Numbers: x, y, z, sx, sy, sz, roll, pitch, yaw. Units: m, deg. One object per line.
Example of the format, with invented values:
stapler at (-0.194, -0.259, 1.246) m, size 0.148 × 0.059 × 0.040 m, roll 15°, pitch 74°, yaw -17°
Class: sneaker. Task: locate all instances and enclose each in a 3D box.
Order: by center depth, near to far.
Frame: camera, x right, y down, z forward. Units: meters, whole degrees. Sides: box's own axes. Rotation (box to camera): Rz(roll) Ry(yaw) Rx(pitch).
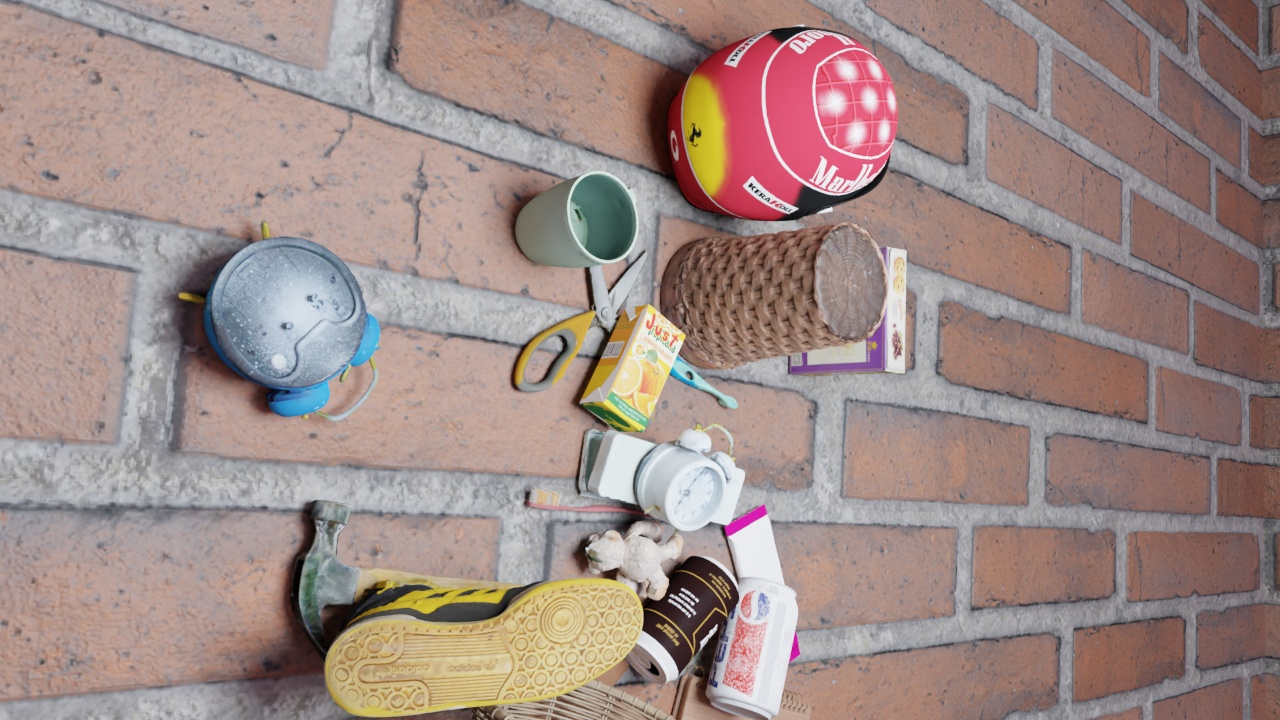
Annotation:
sneaker at (-0.126, 0.215, 0.727) m, size 0.238 × 0.122 × 0.086 m, roll -3°, pitch 88°, yaw -19°

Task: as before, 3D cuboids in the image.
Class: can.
can at (0.043, 0.268, 0.958) m, size 0.128 × 0.072 × 0.072 m, roll -41°, pitch 113°, yaw -33°
can at (0.123, 0.311, 0.994) m, size 0.078 × 0.078 × 0.135 m, roll 37°, pitch 58°, yaw -33°

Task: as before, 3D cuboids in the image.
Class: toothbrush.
toothbrush at (-0.038, 0.150, 0.935) m, size 0.184 × 0.015 × 0.015 m, roll 15°, pitch 88°, yaw -40°
toothbrush at (0.060, 0.021, 1.025) m, size 0.135 × 0.017 × 0.022 m, roll 35°, pitch 67°, yaw -31°

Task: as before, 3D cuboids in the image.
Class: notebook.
notebook at (0.107, 0.447, 1.036) m, size 0.210 × 0.022 × 0.169 m, roll 28°, pitch 71°, yaw -36°

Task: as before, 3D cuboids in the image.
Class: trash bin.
trash bin at (0.145, -0.069, 0.971) m, size 0.151 × 0.211 × 0.151 m, roll 2°, pitch 87°, yaw -40°

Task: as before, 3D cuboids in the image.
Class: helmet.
helmet at (0.165, -0.252, 0.991) m, size 0.270 × 0.225 × 0.197 m, roll -14°, pitch 96°, yaw -38°

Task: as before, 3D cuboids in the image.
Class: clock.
clock at (-0.270, -0.021, 0.722) m, size 0.116 × 0.060 × 0.161 m, roll -51°, pitch 120°, yaw -31°
clock at (0.049, 0.115, 0.919) m, size 0.083 × 0.057 × 0.117 m, roll 43°, pitch 79°, yaw -35°

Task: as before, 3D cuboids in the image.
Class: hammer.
hammer at (-0.146, 0.216, 0.824) m, size 0.330 × 0.033 × 0.132 m, roll 18°, pitch 76°, yaw -36°

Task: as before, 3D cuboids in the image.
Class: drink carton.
drink carton at (-0.006, 0.005, 0.930) m, size 0.058 × 0.041 × 0.122 m, roll 38°, pitch 64°, yaw -32°

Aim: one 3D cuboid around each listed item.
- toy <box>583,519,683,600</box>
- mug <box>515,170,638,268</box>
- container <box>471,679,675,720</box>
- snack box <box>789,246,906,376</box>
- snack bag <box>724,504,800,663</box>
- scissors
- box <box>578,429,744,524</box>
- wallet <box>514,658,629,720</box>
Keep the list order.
toy at (-0.015, 0.202, 0.926) m, size 0.105 × 0.074 × 0.085 m, roll 16°, pitch 93°, yaw -32°
mug at (-0.055, -0.135, 0.876) m, size 0.111 × 0.104 × 0.084 m, roll -37°, pitch 110°, yaw -34°
container at (-0.070, 0.389, 0.763) m, size 0.226 × 0.227 × 0.196 m, roll 25°, pitch 84°, yaw -36°
snack box at (0.245, -0.055, 1.094) m, size 0.040 × 0.148 × 0.143 m, roll 5°, pitch 85°, yaw -39°
snack bag at (0.144, 0.273, 1.078) m, size 0.070 × 0.016 × 0.196 m, roll -22°, pitch 102°, yaw -38°
scissors at (-0.036, -0.023, 0.945) m, size 0.226 × 0.016 × 0.224 m, roll 53°, pitch 57°, yaw -25°
box at (0.026, 0.126, 0.967) m, size 0.198 × 0.071 × 0.085 m, roll 18°, pitch 57°, yaw -39°
wallet at (-0.068, 0.315, 0.902) m, size 0.120 × 0.013 × 0.087 m, roll -42°, pitch 113°, yaw -33°
